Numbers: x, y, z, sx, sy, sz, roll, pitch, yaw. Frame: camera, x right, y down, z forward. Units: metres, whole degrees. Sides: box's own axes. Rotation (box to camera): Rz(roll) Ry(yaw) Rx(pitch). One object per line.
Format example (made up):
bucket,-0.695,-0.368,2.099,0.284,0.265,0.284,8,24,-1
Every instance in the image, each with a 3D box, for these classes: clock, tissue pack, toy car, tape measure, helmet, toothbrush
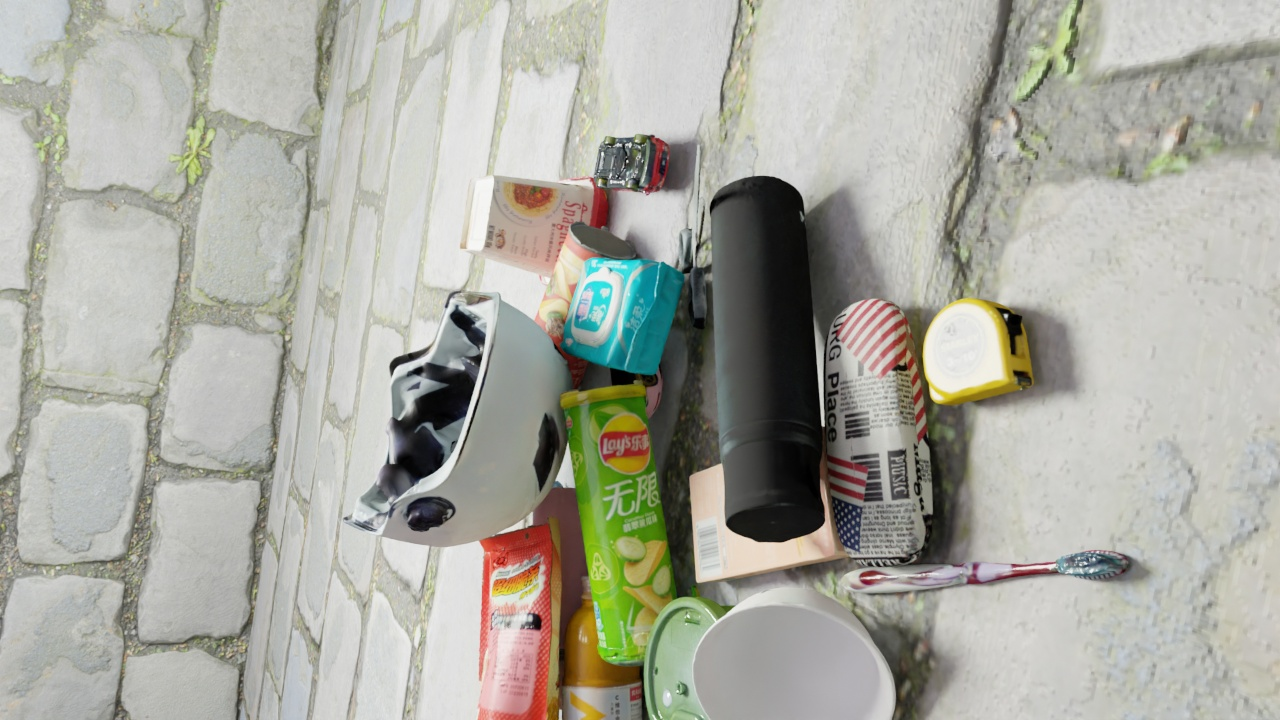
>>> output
clock,0.055,0.243,0.646,0.116,0.056,0.161,-15,70,59
tissue pack,-0.017,-0.039,0.774,0.134,0.050,0.093,14,87,64
toy car,-0.005,0.005,0.822,0.056,0.037,0.122,-47,37,36
tape measure,0.185,-0.005,0.502,0.060,0.028,0.057,-26,63,56
toy car,-0.005,-0.182,0.853,0.120,0.045,0.053,-152,70,-64
helmet,-0.142,0.065,0.828,0.259,0.145,0.228,-37,37,39
toothbrush,0.175,0.117,0.504,0.188,0.017,0.016,-25,62,55

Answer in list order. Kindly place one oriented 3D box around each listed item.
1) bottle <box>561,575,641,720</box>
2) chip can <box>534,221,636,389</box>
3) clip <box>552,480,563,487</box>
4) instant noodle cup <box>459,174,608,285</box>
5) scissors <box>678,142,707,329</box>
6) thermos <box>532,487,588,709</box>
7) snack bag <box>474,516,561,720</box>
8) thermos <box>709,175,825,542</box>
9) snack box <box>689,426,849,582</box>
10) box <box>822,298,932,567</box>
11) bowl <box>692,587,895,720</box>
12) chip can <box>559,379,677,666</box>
bottle,-0.033,0.278,0.776,0.068,0.068,0.189,-22,65,57
chip can,-0.075,-0.028,0.913,0.217,0.073,0.073,-65,34,28
clip,-0.081,0.142,0.935,0.058,0.026,0.038,37,124,50
instant noodle cup,-0.113,-0.140,0.950,0.117,0.124,0.116,13,95,60
scissors,0.044,-0.090,0.707,0.164,0.014,0.163,-114,18,-75
thermos,-0.070,0.222,0.867,0.087,0.067,0.198,93,176,-79
snack bag,-0.109,0.248,0.801,0.129,0.073,0.207,-25,57,48
thermos,0.080,-0.002,0.610,0.090,0.068,0.242,95,177,-60
snack box,0.089,0.106,0.646,0.158,0.026,0.084,-31,57,54
box,0.145,0.042,0.557,0.069,0.051,0.164,144,129,-69
bowl,0.096,0.182,0.566,0.064,0.118,0.118,-55,-12,-65
chip can,-0.014,0.130,0.738,0.073,0.072,0.221,-21,77,57
